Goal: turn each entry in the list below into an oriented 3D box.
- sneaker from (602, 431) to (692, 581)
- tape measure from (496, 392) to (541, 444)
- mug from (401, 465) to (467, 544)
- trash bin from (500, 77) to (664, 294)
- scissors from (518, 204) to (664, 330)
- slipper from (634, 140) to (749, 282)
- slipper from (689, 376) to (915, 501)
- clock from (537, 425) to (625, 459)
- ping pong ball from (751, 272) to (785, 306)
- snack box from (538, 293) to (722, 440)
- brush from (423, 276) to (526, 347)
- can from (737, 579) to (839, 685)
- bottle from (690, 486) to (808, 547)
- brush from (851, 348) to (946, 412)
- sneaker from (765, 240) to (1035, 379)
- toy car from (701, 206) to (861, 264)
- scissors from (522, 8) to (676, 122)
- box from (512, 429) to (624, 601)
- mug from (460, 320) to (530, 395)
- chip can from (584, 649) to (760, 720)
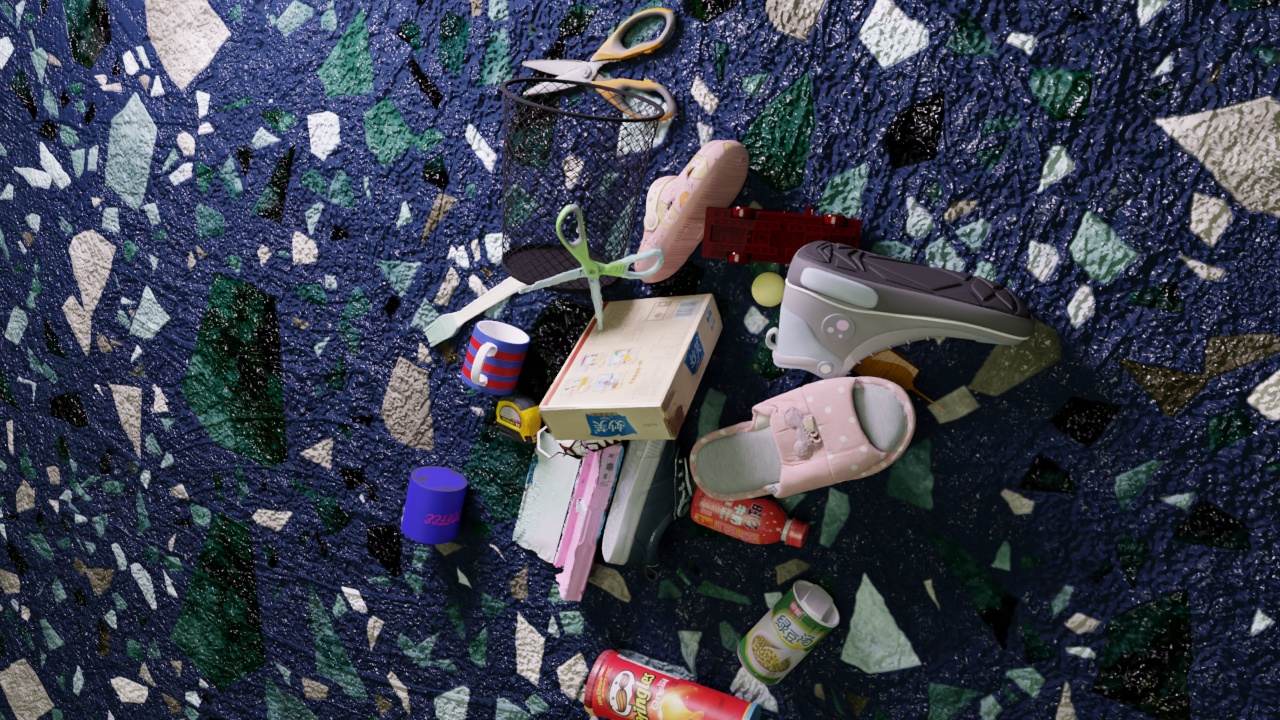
[{"bbox_3d":[0.022,0.154,1.139,0.087,0.089,0.235,16,93,-13],"label":"sneaker"},{"bbox_3d":[-0.163,0.076,1.241,0.066,0.037,0.064,10,109,38],"label":"tape measure"},{"bbox_3d":[-0.302,0.199,1.314,0.111,0.079,0.084,32,114,48],"label":"mug"},{"bbox_3d":[-0.081,-0.202,1.073,0.184,0.183,0.210,22,118,21],"label":"trash bin"},{"bbox_3d":[-0.055,-0.102,1.039,0.173,0.021,0.172,-18,132,-8],"label":"scissors"},{"bbox_3d":[0.043,-0.183,1.072,0.081,0.093,0.198,45,116,21],"label":"slipper"},{"bbox_3d":[0.167,0.093,1.004,0.275,0.054,0.114,-23,85,32],"label":"slipper"},{"bbox_3d":[-0.069,0.060,1.134,0.154,0.114,0.065,-36,126,1],"label":"clock"},{"bbox_3d":[0.149,-0.082,1.062,0.040,0.040,0.040,5,101,25],"label":"ping pong ball"},{"bbox_3d":[-0.006,0.006,1.063,0.153,0.206,0.055,-3,128,26],"label":"snack box"},{"bbox_3d":[-0.215,-0.078,1.255,0.218,0.012,0.033,-28,86,26],"label":"brush"},{"bbox_3d":[0.177,0.327,1.104,0.067,0.067,0.121,42,114,13],"label":"can"},{"bbox_3d":[0.133,0.188,1.106,0.138,0.061,0.062,17,106,21],"label":"bottle"},{"bbox_3d":[0.284,0.016,1.026,0.126,0.017,0.048,37,112,16],"label":"brush"},{"bbox_3d":[0.271,-0.025,0.981,0.257,0.092,0.161,16,121,4],"label":"sneaker"},{"bbox_3d":[0.156,-0.138,1.033,0.170,0.061,0.070,5,103,2],"label":"toy car"},{"bbox_3d":[-0.047,-0.366,1.122,0.225,0.016,0.175,20,107,22],"label":"scissors"},{"bbox_3d":[-0.090,0.183,1.223,0.161,0.061,0.231,34,115,47],"label":"box"},{"bbox_3d":[-0.197,0.001,1.204,0.075,0.111,0.076,21,108,5],"label":"mug"},{"bbox_3d":[0.040,0.447,1.182,0.214,0.086,0.087,12,104,23],"label":"chip can"}]
